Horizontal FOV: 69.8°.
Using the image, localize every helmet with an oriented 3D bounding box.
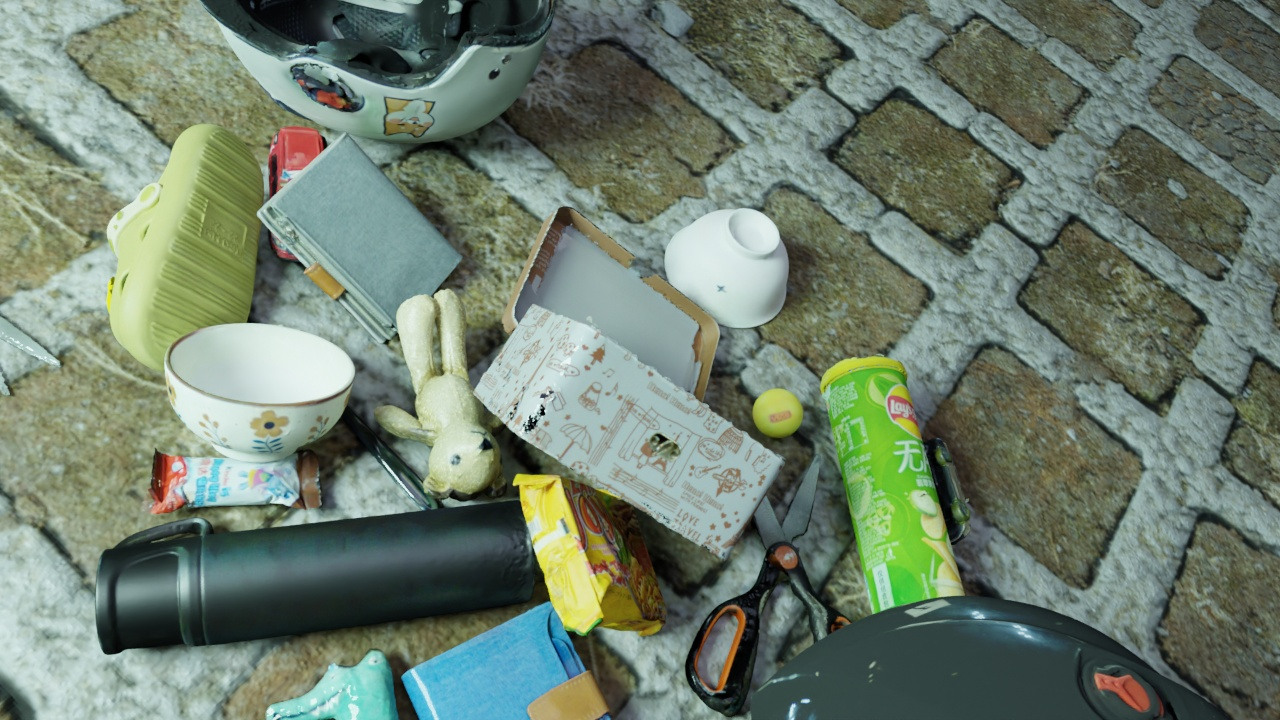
[{"bbox_3d":[-0.209,-0.270,0.758,0.274,0.157,0.229,-1,59,-8],"label":"helmet"},{"bbox_3d":[0.198,0.247,0.526,0.274,0.234,0.230,-19,52,-23],"label":"helmet"}]

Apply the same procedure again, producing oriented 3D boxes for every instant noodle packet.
[{"bbox_3d":[-0.030,0.125,0.594,0.044,0.128,0.110,-31,66,11],"label":"instant noodle packet"}]

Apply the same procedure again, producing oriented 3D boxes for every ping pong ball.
[{"bbox_3d":[0.111,0.043,0.743,0.040,0.040,0.040,9,56,-14],"label":"ping pong ball"}]

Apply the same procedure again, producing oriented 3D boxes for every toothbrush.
[{"bbox_3d":[-0.202,0.041,0.647,0.181,0.018,0.015,46,48,10],"label":"toothbrush"}]

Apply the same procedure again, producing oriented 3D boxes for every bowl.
[{"bbox_3d":[-0.249,0.026,0.598,0.113,0.062,0.113,15,23,-7],"label":"bowl"},{"bbox_3d":[0.087,-0.095,0.808,0.118,0.065,0.118,10,55,-14],"label":"bowl"}]

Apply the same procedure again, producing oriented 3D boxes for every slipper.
[{"bbox_3d":[-0.324,-0.077,0.647,0.082,0.091,0.190,-7,64,22],"label":"slipper"}]

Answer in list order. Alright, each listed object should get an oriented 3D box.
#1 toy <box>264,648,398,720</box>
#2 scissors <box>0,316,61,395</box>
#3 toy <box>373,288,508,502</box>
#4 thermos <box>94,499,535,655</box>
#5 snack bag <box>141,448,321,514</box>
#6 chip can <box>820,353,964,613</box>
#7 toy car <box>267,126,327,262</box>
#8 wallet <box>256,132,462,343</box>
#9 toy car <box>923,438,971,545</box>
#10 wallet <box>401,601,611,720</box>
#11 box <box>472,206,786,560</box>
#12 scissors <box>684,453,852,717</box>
[{"bbox_3d":[-0.168,0.217,0.538,0.096,0.030,0.091,-8,57,-16],"label":"toy"},{"bbox_3d":[-0.468,-0.046,0.609,0.165,0.014,0.162,2,61,-21],"label":"scissors"},{"bbox_3d":[-0.134,0.023,0.650,0.105,0.066,0.157,1,65,-40],"label":"toy"},{"bbox_3d":[-0.193,0.123,0.568,0.242,0.069,0.090,-1,39,-21],"label":"thermos"},{"bbox_3d":[-0.262,0.078,0.593,0.105,0.026,0.045,2,51,-22],"label":"snack bag"},{"bbox_3d":[0.195,0.106,0.714,0.072,0.073,0.220,5,57,-17],"label":"chip can"},{"bbox_3d":[-0.265,-0.131,0.717,0.052,0.045,0.120,-4,62,-21],"label":"toy car"},{"bbox_3d":[-0.210,-0.090,0.690,0.130,0.037,0.106,49,51,-24],"label":"wallet"},{"bbox_3d":[0.244,0.109,0.747,0.035,0.042,0.090,25,44,-31],"label":"toy car"},{"bbox_3d":[-0.071,0.228,0.561,0.106,0.040,0.133,-21,68,-25],"label":"wallet"},{"bbox_3d":[-0.013,0.013,0.654,0.179,0.130,0.272,35,22,-23],"label":"box"},{"bbox_3d":[0.103,0.166,0.672,0.224,0.022,0.221,-27,71,-31],"label":"scissors"}]
